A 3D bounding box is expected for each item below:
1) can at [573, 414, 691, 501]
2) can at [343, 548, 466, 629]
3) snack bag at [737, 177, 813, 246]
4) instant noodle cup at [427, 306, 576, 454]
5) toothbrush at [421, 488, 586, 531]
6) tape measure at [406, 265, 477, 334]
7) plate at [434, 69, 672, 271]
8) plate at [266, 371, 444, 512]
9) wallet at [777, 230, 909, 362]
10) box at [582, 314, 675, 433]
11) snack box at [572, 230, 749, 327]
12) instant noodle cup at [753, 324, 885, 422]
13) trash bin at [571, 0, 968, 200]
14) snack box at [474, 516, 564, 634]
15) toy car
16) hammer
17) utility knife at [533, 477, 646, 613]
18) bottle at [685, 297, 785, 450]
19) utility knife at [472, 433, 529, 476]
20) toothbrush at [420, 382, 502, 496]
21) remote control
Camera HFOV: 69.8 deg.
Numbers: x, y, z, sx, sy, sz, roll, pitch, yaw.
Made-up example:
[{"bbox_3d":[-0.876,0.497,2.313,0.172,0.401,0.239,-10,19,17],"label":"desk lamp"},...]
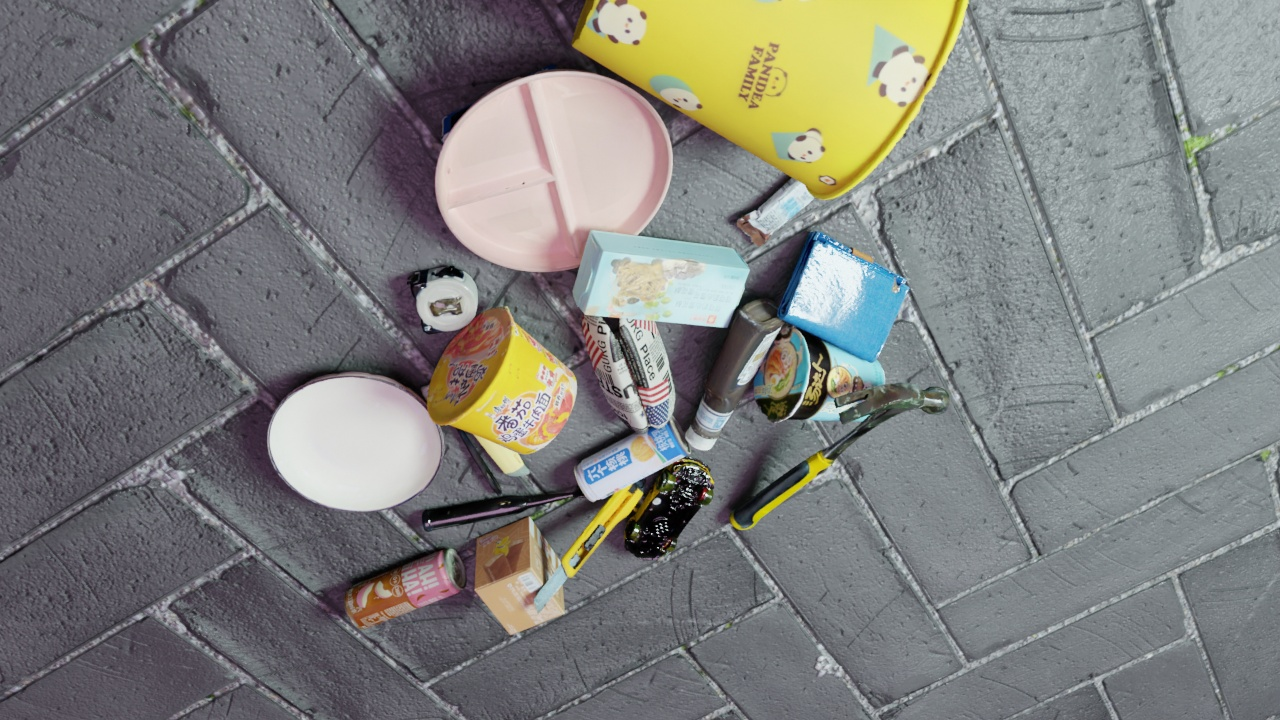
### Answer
[{"bbox_3d":[-0.010,0.118,1.096,0.135,0.053,0.053,-29,122,10],"label":"can"},{"bbox_3d":[-0.298,0.289,1.161,0.147,0.057,0.058,-22,122,6],"label":"can"},{"bbox_3d":[0.151,-0.163,0.958,0.105,0.026,0.045,-41,128,18],"label":"snack bag"},{"bbox_3d":[-0.142,0.030,0.982,0.138,0.138,0.109,-43,126,18],"label":"instant noodle cup"},{"bbox_3d":[-0.161,0.180,1.132,0.212,0.026,0.027,-10,157,-3],"label":"toothbrush"},{"bbox_3d":[-0.205,-0.065,0.966,0.066,0.033,0.066,-12,125,0],"label":"tape measure"},{"bbox_3d":[-0.082,-0.179,0.882,0.229,0.028,0.230,-10,139,-9],"label":"plate"},{"bbox_3d":[-0.320,0.088,1.042,0.192,0.039,0.193,-4,122,-6],"label":"plate"},{"bbox_3d":[0.221,-0.069,1.001,0.133,0.040,0.106,23,89,-23],"label":"wallet"},{"bbox_3d":[-0.002,0.005,1.031,0.088,0.076,0.163,-29,122,-18],"label":"box"},{"bbox_3d":[0.022,-0.083,0.957,0.174,0.051,0.074,4,122,-24],"label":"snack box"},{"bbox_3d":[0.208,0.023,1.044,0.120,0.111,0.111,9,121,-23],"label":"instant noodle cup"},{"bbox_3d":[0.095,-0.291,0.764,0.255,0.229,0.230,22,116,-14],"label":"trash bin"},{"bbox_3d":[-0.151,0.269,1.147,0.077,0.094,0.093,-24,122,7],"label":"snack box"},{"bbox_3d":[0.032,0.188,1.154,0.071,0.041,0.156,22,115,-20],"label":"toy car"},{"bbox_3d":[0.205,0.119,1.075,0.126,0.031,0.324,6,144,-32],"label":"hammer"},{"bbox_3d":[-0.060,0.221,1.116,0.033,0.015,0.208,46,74,-21],"label":"utility knife"},{"bbox_3d":[0.102,0.021,1.041,0.044,0.079,0.195,38,126,21],"label":"bottle"},{"bbox_3d":[-0.183,0.079,1.069,0.031,0.018,0.167,-29,123,5],"label":"utility knife"},{"bbox_3d":[-0.207,0.096,1.078,0.018,0.015,0.181,-20,122,12],"label":"toothbrush"},{"bbox_3d":[-0.130,-0.236,0.859,0.125,0.049,0.024,-23,125,7],"label":"remote control"}]
